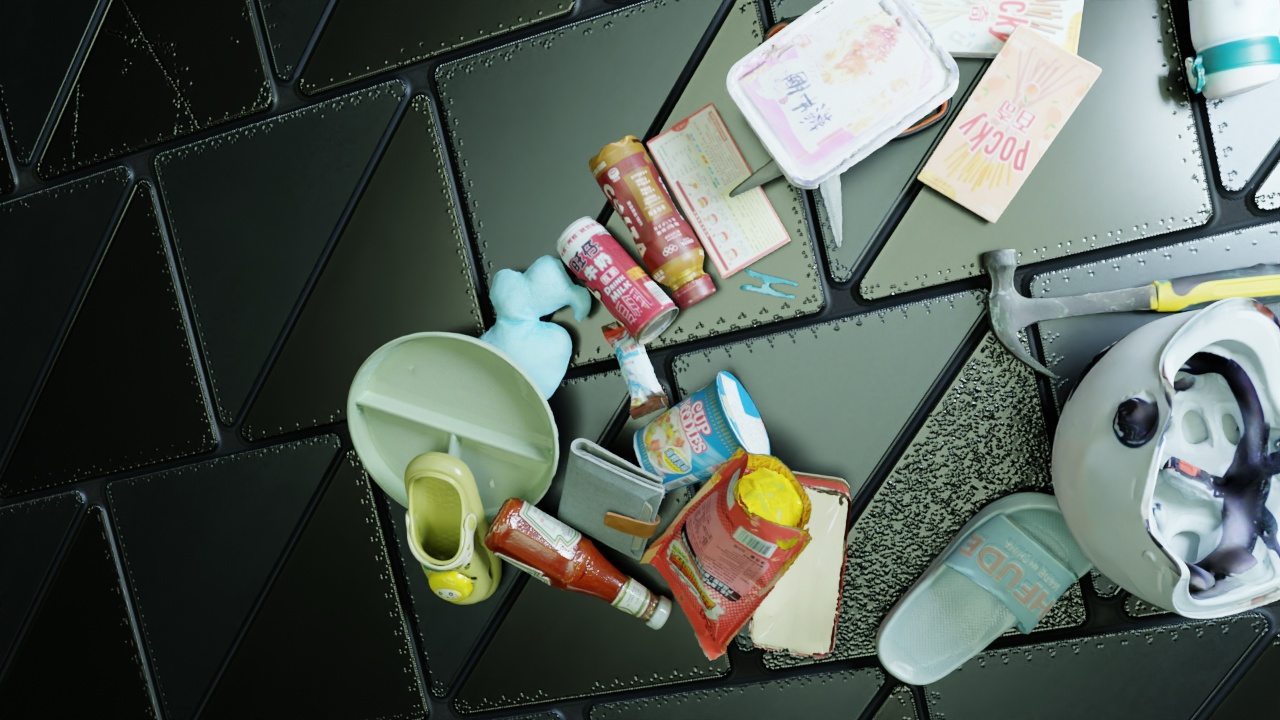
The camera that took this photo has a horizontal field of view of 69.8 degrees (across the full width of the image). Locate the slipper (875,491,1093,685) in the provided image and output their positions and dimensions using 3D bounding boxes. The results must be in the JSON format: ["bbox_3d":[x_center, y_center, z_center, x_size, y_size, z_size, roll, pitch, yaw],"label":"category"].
[{"bbox_3d":[0.325,0.221,0.871,0.104,0.074,0.246,45,103,5],"label":"slipper"}]

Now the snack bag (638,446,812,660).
[{"bbox_3d":[0.080,0.185,0.881,0.128,0.073,0.208,50,133,24],"label":"snack bag"}]

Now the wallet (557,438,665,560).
[{"bbox_3d":[-0.031,0.144,0.919,0.106,0.036,0.130,27,140,10],"label":"wallet"}]

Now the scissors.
[{"bbox_3d":[0.185,-0.222,0.873,0.221,0.021,0.230,-11,86,9],"label":"scissors"}]

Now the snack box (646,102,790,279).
[{"bbox_3d":[0.077,-0.167,0.907,0.077,0.027,0.156,-29,89,12],"label":"snack box"}]

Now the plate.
[{"bbox_3d":[-0.194,0.073,0.957,0.230,0.027,0.230,4,115,9],"label":"plate"}]

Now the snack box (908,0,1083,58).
[{"bbox_3d":[0.321,-0.323,0.842,0.157,0.026,0.085,6,97,12],"label":"snack box"}]

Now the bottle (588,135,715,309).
[{"bbox_3d":[0.015,-0.134,0.908,0.057,0.057,0.175,-31,89,13],"label":"bottle"}]

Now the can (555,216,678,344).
[{"bbox_3d":[-0.025,-0.081,0.915,0.053,0.053,0.132,-45,76,12],"label":"can"}]

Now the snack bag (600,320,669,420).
[{"bbox_3d":[-0.006,0.005,0.933,0.048,0.026,0.104,-24,71,23],"label":"snack bag"}]

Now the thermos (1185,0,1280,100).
[{"bbox_3d":[0.500,-0.339,0.783,0.073,0.073,0.224,-7,94,12],"label":"thermos"}]

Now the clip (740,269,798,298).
[{"bbox_3d":[0.128,-0.074,0.913,0.057,0.014,0.046,13,96,11],"label":"clip"}]

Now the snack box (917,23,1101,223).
[{"bbox_3d":[0.332,-0.213,0.835,0.084,0.026,0.157,32,111,5],"label":"snack box"}]

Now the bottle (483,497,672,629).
[{"bbox_3d":[-0.062,0.215,0.948,0.206,0.059,0.060,31,101,-6],"label":"bottle"}]

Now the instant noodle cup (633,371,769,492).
[{"bbox_3d":[0.057,0.078,0.906,0.110,0.099,0.099,-29,89,21],"label":"instant noodle cup"}]

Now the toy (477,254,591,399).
[{"bbox_3d":[-0.120,-0.020,0.950,0.161,0.049,0.156,-16,95,11],"label":"toy"}]

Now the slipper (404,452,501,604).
[{"bbox_3d":[-0.206,0.186,0.951,0.092,0.081,0.191,1,118,15],"label":"slipper"}]

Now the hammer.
[{"bbox_3d":[0.485,-0.057,0.832,0.324,0.031,0.126,-6,94,12],"label":"hammer"}]

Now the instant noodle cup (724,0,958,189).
[{"bbox_3d":[0.180,-0.246,0.833,0.173,0.060,0.138,-35,82,7],"label":"instant noodle cup"}]

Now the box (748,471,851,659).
[{"bbox_3d":[0.154,0.200,0.902,0.091,0.077,0.168,7,96,10],"label":"box"}]

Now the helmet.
[{"bbox_3d":[0.446,0.081,0.783,0.228,0.146,0.258,5,85,-29],"label":"helmet"}]
